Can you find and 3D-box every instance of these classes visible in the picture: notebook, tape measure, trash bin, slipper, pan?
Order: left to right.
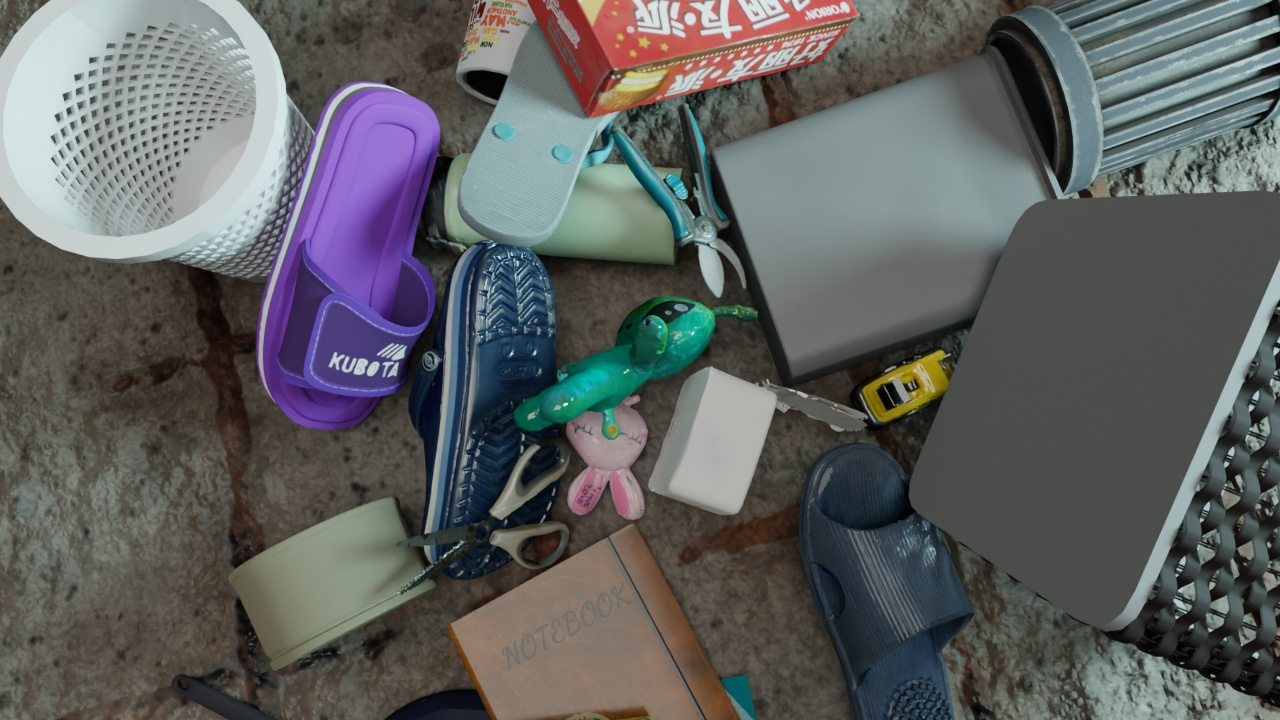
[{"bbox_3d":[-0.319,-0.145,0.681,0.195,0.199,0.195,-1,82,4],"label":"trash bin"},{"bbox_3d":[-0.194,-0.055,0.656,0.084,0.107,0.267,33,113,36],"label":"slipper"},{"bbox_3d":[-0.206,0.321,0.698,0.356,0.021,0.198,23,84,8],"label":"pan"},{"bbox_3d":[-0.121,0.035,0.700,0.095,0.105,0.253,7,92,39],"label":"slipper"},{"bbox_3d":[-0.064,-0.183,0.687,0.098,0.055,0.268,27,58,-2],"label":"slipper"},{"bbox_3d":[-0.009,0.266,0.684,0.178,0.014,0.249,-28,81,-9],"label":"notebook"},{"bbox_3d":[0.186,-0.102,0.693,0.220,0.097,0.191,-19,81,2],"label":"trash bin"},{"bbox_3d":[0.195,0.022,0.686,0.072,0.071,0.042,-27,83,-7],"label":"tape measure"},{"bbox_3d":[0.186,0.184,0.628,0.101,0.083,0.263,-16,96,-26],"label":"slipper"},{"bbox_3d":[0.384,-0.219,0.667,0.227,0.164,0.164,-19,81,5],"label":"trash bin"}]

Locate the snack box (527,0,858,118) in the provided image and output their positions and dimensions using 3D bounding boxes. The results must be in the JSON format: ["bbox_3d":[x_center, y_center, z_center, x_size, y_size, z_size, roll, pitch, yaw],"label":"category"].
[{"bbox_3d":[0.042,-0.269,0.695,0.235,0.060,0.113,-22,80,-28],"label":"snack box"}]

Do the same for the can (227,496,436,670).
[{"bbox_3d":[-0.221,0.161,0.667,0.128,0.128,0.073,-28,83,0],"label":"can"}]

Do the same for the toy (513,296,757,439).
[{"bbox_3d":[-0.004,0.004,0.659,0.192,0.131,0.072,-32,96,-35],"label":"toy"}]

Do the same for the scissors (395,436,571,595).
[{"bbox_3d":[-0.100,0.113,0.654,0.013,0.158,0.162,16,72,39],"label":"scissors"}]

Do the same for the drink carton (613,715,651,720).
[{"bbox_3d":[-0.054,0.289,0.646,0.134,0.043,0.058,-6,77,-4],"label":"drink carton"}]

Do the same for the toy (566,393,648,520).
[{"bbox_3d":[-0.025,0.069,0.708,0.063,0.047,0.110,-1,95,-3],"label":"toy"}]

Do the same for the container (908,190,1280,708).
[{"bbox_3d":[0.345,0.051,0.534,0.243,0.247,0.245,20,95,-12],"label":"container"}]

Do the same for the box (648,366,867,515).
[{"bbox_3d":[0.093,0.060,0.677,0.137,0.108,0.128,22,81,-7],"label":"box"}]

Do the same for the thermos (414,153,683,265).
[{"bbox_3d":[-0.085,-0.118,0.723,0.231,0.082,0.082,5,82,4],"label":"thermos"}]

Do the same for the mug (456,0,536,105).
[{"bbox_3d":[-0.090,-0.258,0.752,0.105,0.074,0.089,15,82,-21],"label":"mug"}]

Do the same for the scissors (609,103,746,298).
[{"bbox_3d":[0.034,-0.125,0.671,0.156,0.019,0.124,31,68,-17],"label":"scissors"}]
